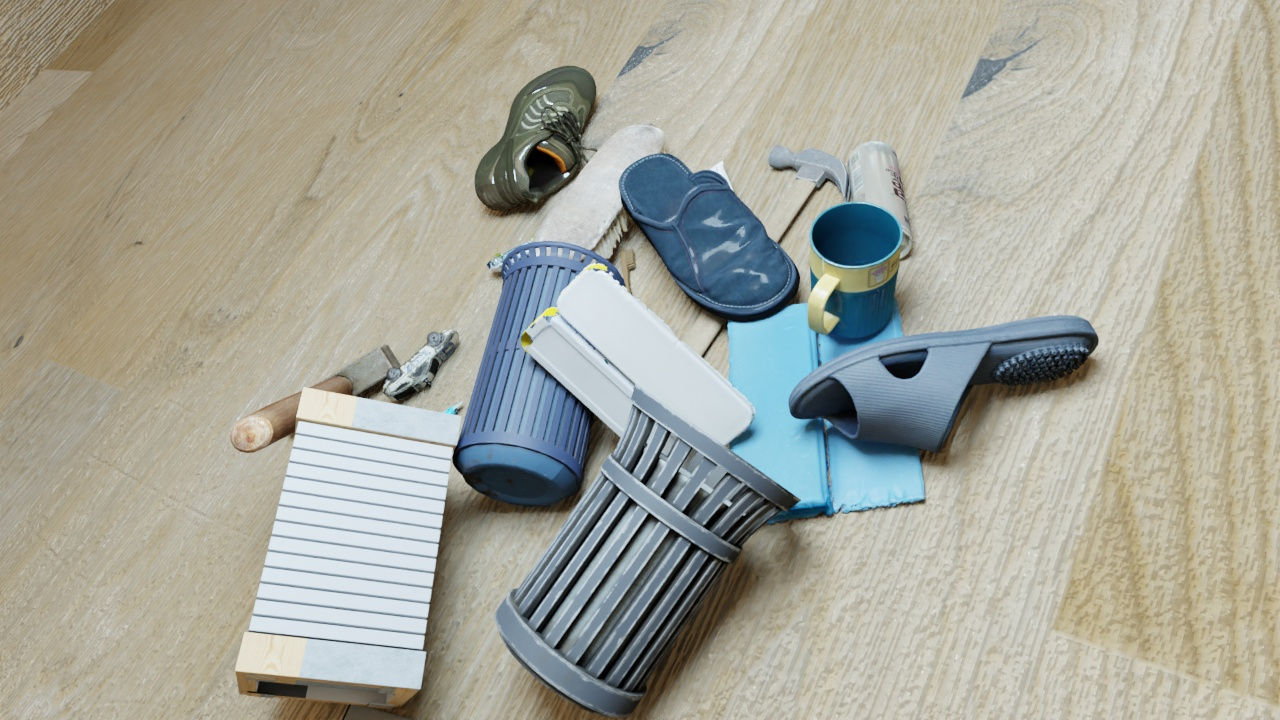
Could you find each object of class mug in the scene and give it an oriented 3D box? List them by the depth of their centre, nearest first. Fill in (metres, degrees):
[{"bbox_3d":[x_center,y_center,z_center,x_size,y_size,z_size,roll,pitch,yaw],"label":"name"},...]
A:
[{"bbox_3d":[0.191,-0.073,0.861,0.083,0.107,0.113,28,63,26],"label":"mug"}]

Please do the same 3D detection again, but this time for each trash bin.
[{"bbox_3d":[-0.002,0.160,0.757,0.164,0.164,0.227,34,88,40],"label":"trash bin"},{"bbox_3d":[-0.265,0.177,0.843,0.142,0.143,0.246,12,61,-16],"label":"trash bin"},{"bbox_3d":[-0.103,0.017,0.949,0.139,0.139,0.248,-5,56,23],"label":"trash bin"}]

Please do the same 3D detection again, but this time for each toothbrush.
[{"bbox_3d":[-0.011,-0.067,1.046,0.016,0.016,0.166,-17,50,15],"label":"toothbrush"}]

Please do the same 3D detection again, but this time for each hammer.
[{"bbox_3d":[-0.369,0.052,0.996,0.158,0.037,0.300,-30,7,3],"label":"hammer"},{"bbox_3d":[0.120,-0.110,1.005,0.119,0.031,0.330,22,67,37],"label":"hammer"}]

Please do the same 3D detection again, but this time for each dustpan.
[{"bbox_3d":[-0.191,0.399,0.779,0.258,0.033,0.162,-2,54,36],"label":"dustpan"}]

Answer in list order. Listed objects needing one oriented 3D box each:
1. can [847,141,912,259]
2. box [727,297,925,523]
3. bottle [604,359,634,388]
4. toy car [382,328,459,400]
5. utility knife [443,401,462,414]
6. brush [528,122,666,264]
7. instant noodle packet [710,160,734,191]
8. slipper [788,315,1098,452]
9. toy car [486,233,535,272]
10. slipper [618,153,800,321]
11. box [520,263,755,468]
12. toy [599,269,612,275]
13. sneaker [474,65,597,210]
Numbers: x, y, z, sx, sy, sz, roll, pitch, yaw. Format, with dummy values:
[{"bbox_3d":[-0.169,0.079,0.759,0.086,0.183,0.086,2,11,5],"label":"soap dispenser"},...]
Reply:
[{"bbox_3d":[0.251,-0.169,0.968,0.054,0.054,0.135,-12,51,18],"label":"can"},{"bbox_3d":[0.169,0.039,0.871,0.175,0.033,0.231,-10,52,16],"label":"box"},{"bbox_3d":[-0.005,0.005,0.900,0.051,0.146,0.051,-13,51,17],"label":"bottle"},{"bbox_3d":[-0.257,0.007,1.094,0.112,0.048,0.040,-44,81,-9],"label":"toy car"},{"bbox_3d":[-0.250,0.083,1.053,0.116,0.015,0.022,-37,18,-5],"label":"utility knife"},{"bbox_3d":[-0.045,-0.190,1.100,0.083,0.057,0.270,15,54,23],"label":"brush"},{"bbox_3d":[0.073,-0.176,1.063,0.087,0.026,0.134,-33,37,15],"label":"instant noodle packet"},{"bbox_3d":[0.260,0.028,0.776,0.264,0.101,0.082,-12,58,5],"label":"slipper"},{"bbox_3d":[-0.149,-0.131,1.150,0.090,0.038,0.027,-25,89,8],"label":"toy car"},{"bbox_3d":[0.058,-0.149,0.968,0.109,0.083,0.265,-36,59,-5],"label":"slipper"},{"bbox_3d":[-0.004,0.015,0.849,0.130,0.209,0.034,-41,11,34],"label":"box"},{"bbox_3d":[-0.087,-0.096,1.091,0.126,0.037,0.075,2,52,20],"label":"toy"},{"bbox_3d":[-0.110,-0.297,1.201,0.143,0.101,0.237,14,67,45],"label":"sneaker"}]
